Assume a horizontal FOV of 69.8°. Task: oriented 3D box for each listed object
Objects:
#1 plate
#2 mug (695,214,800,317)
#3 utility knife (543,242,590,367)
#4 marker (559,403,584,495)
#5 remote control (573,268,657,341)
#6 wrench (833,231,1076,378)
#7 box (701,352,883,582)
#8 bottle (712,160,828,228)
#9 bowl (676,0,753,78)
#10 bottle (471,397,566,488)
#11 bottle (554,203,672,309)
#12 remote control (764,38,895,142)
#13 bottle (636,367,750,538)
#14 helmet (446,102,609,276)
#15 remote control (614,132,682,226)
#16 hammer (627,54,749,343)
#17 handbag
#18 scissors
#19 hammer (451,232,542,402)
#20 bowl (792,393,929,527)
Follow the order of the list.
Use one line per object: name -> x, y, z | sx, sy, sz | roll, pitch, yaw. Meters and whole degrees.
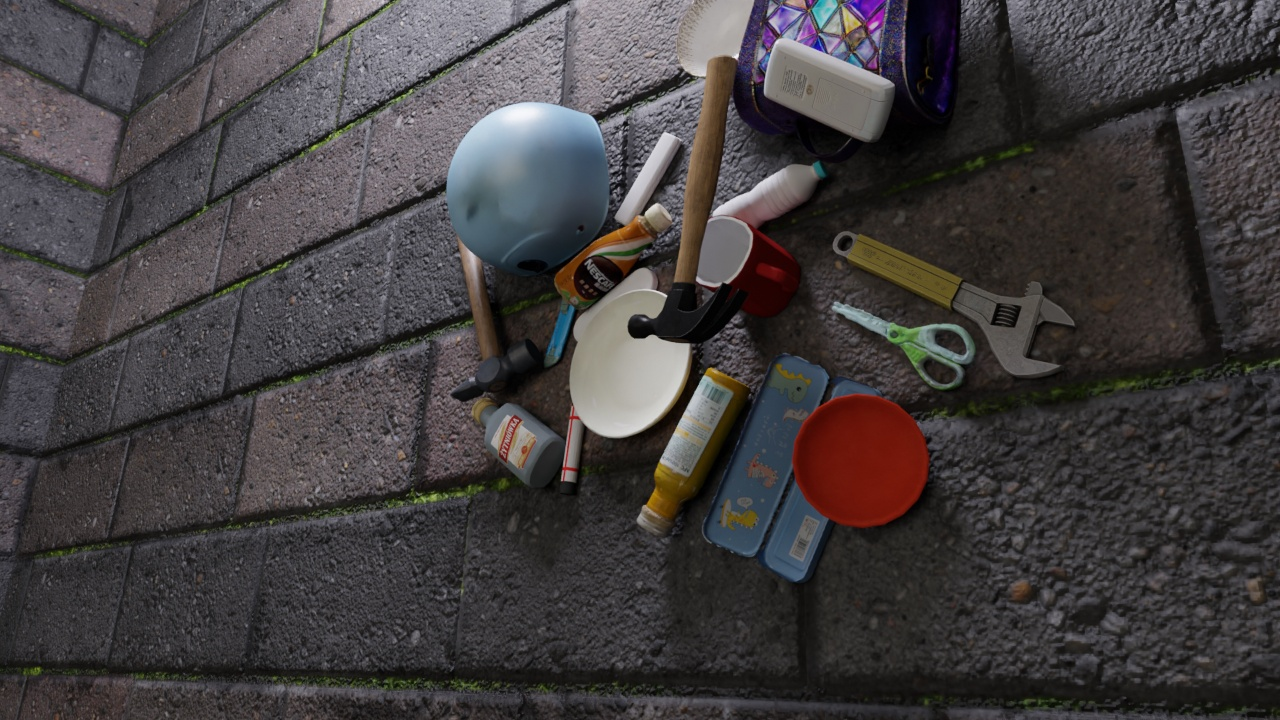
plate -> -0.006, 0.006, 1.090 | 0.183, 0.034, 0.182 | -16, 64, 35
mug -> 0.121, -0.095, 0.978 | 0.116, 0.096, 0.080 | 29, 93, 43
utility knife -> -0.093, -0.084, 1.213 | 0.031, 0.015, 0.198 | 8, 78, 41
marker -> -0.080, 0.092, 1.130 | 0.019, 0.019, 0.145 | -6, 70, 39
remote control -> -0.033, -0.067, 1.155 | 0.137, 0.013, 0.043 | -37, 53, 24
wrench -> 0.287, -0.066, 0.879 | 0.273, 0.018, 0.083 | 34, 98, 43
box -> 0.152, 0.105, 0.917 | 0.127, 0.039, 0.209 | 22, 88, 27
bottle -> 0.146, -0.181, 1.026 | 0.136, 0.044, 0.044 | -28, 57, 30
bowl -> 0.119, -0.397, 1.119 | 0.145, 0.063, 0.145 | -15, 64, 35
bottle -> -0.163, 0.096, 1.181 | 0.161, 0.046, 0.072 | 32, 95, 43
bottle -> -0.032, -0.133, 1.149 | 0.167, 0.059, 0.059 | -38, 53, 19
remote control -> 0.181, -0.264, 0.897 | 0.138, 0.025, 0.060 | 34, 136, 27
bottle -> 0.055, 0.101, 0.989 | 0.053, 0.053, 0.186 | 29, 93, 43
helmet -> -0.170, -0.235, 1.237 | 0.266, 0.166, 0.225 | -31, 60, 44
remote control -> 0.009, -0.233, 1.184 | 0.033, 0.012, 0.131 | 36, 98, 42
hammer -> 0.065, -0.170, 0.953 | 0.132, 0.040, 0.305 | 3, 80, 47
handbag -> 0.216, -0.318, 0.962 | 0.205, 0.125, 0.222 | 9, 87, 42
scissors -> 0.248, -0.025, 0.893 | 0.174, 0.033, 0.065 | 38, 122, 50
hammer -> -0.229, -0.084, 1.300 | 0.129, 0.040, 0.321 | -30, 50, 14
bowl -> 0.205, 0.093, 0.856 | 0.122, 0.035, 0.122 | -2, 83, 15
